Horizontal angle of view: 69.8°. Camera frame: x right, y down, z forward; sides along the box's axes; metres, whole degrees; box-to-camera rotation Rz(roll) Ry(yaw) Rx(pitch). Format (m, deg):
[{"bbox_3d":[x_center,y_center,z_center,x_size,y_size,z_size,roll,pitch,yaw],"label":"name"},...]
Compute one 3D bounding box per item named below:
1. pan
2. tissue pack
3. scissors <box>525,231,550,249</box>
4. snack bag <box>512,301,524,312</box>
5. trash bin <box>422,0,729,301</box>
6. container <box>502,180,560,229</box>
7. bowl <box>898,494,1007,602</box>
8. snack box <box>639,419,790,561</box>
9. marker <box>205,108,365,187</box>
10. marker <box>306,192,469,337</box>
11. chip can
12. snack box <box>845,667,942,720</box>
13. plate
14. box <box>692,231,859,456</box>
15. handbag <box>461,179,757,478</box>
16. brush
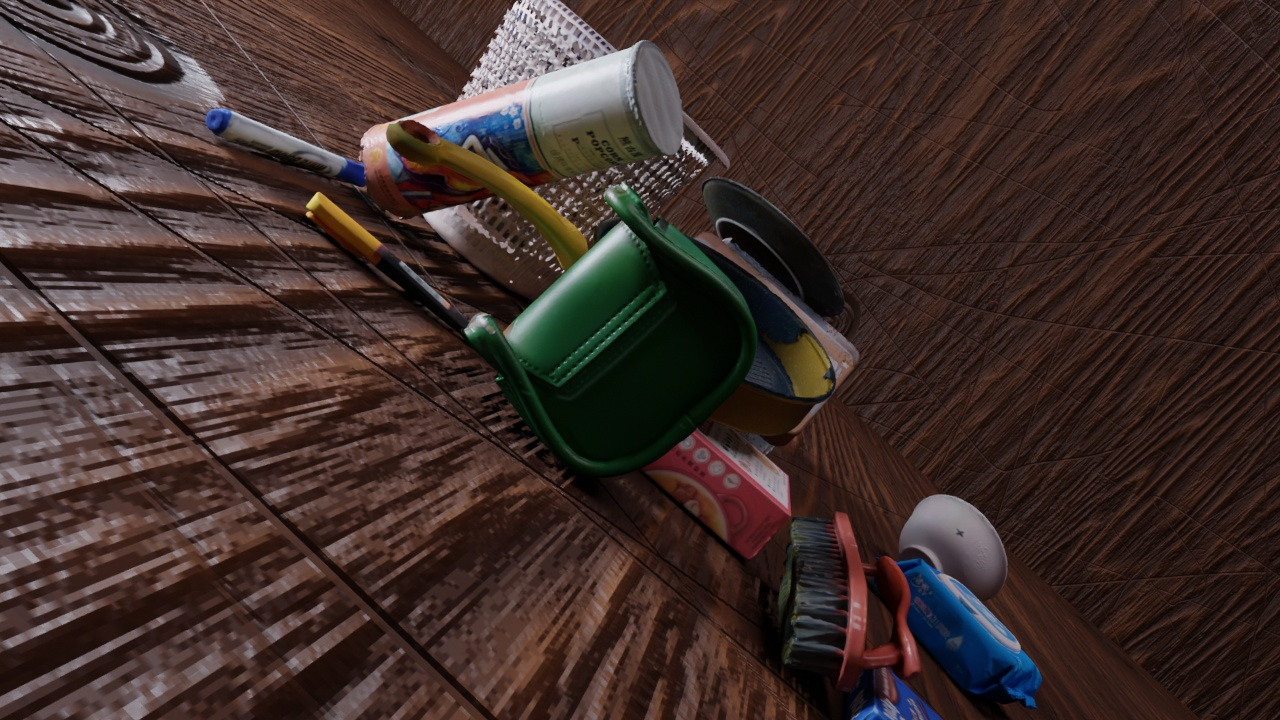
[{"bbox_3d":[-0.007,-0.057,0.588,0.356,0.078,0.197,15,31,-36],"label":"pan"},{"bbox_3d":[0.267,0.224,0.776,0.095,0.052,0.157,31,14,-48],"label":"tissue pack"},{"bbox_3d":[-0.097,-0.118,1.002,0.159,0.014,0.170,40,11,-9],"label":"scissors"},{"bbox_3d":[-0.044,0.008,0.558,0.104,0.026,0.048,57,0,3],"label":"snack bag"},{"bbox_3d":[-0.072,-0.164,0.750,0.227,0.192,0.227,40,10,-9],"label":"trash bin"},{"bbox_3d":[-0.125,-0.185,0.882,0.090,0.114,0.090,38,10,-18],"label":"container"},{"bbox_3d":[0.305,0.204,0.943,0.064,0.118,0.118,-18,50,-32],"label":"bowl"},{"bbox_3d":[0.041,0.065,0.623,0.127,0.044,0.113,41,10,3],"label":"snack box"},{"bbox_3d":[-0.216,-0.131,0.576,0.017,0.017,0.145,43,10,12],"label":"marker"},{"bbox_3d":[-0.138,-0.049,0.524,0.124,0.015,0.018,41,11,-16],"label":"marker"},{"bbox_3d":[-0.083,-0.148,0.611,0.071,0.215,0.071,27,59,-60],"label":"chip can"},{"bbox_3d":[0.168,0.224,0.460,0.157,0.026,0.084,43,9,10],"label":"snack box"},{"bbox_3d":[0.118,-0.100,0.870,0.179,0.024,0.179,42,-8,7],"label":"plate"},{"bbox_3d":[0.072,0.005,0.806,0.183,0.157,0.192,43,40,11],"label":"box"},{"bbox_3d":[-0.013,-0.012,0.485,0.120,0.131,0.068,46,3,-15],"label":"handbag"},{"bbox_3d":[0.114,0.133,0.504,0.069,0.063,0.145,9,8,7],"label":"brush"}]
